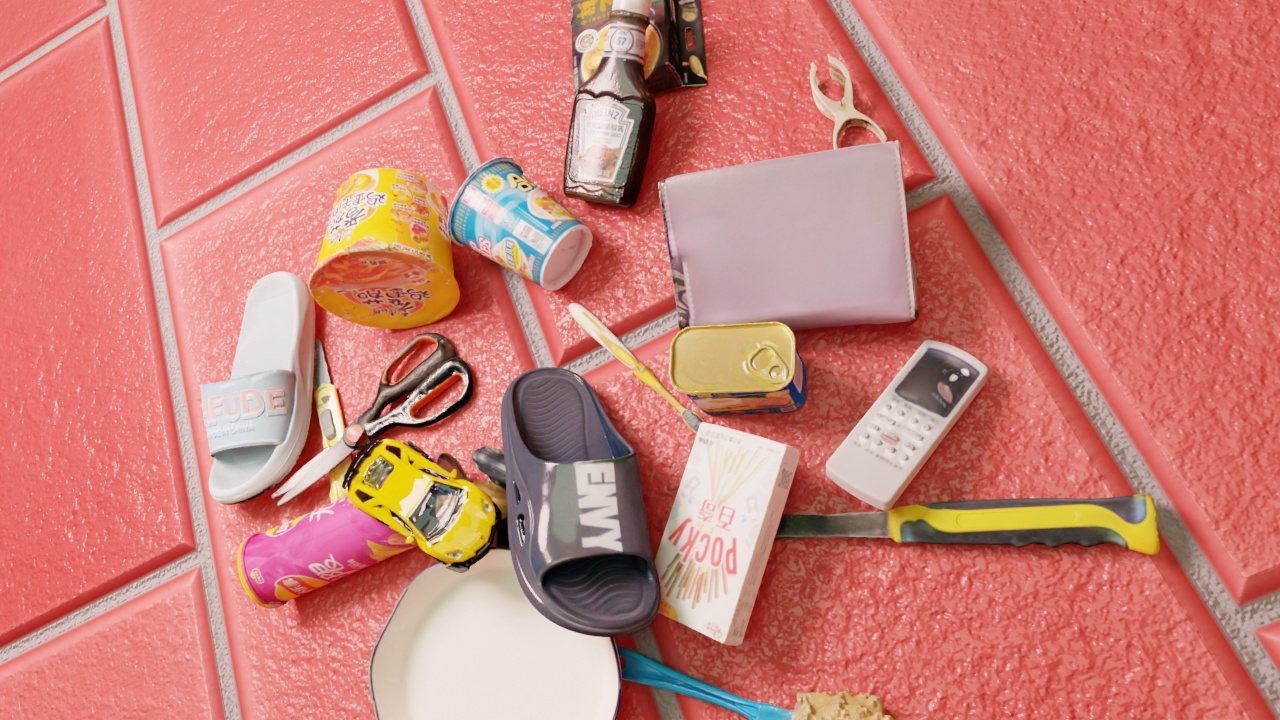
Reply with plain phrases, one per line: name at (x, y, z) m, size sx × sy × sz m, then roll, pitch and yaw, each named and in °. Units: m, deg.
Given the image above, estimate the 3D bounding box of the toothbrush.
toothbrush at (-0.005, 0.005, 0.825) m, size 0.016 × 0.018 × 0.191 m, roll -46°, pitch 64°, yaw -2°

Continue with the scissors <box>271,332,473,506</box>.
scissors at (-0.255, 0.073, 0.879) m, size 0.142 × 0.022 × 0.234 m, roll 27°, pitch 78°, yaw 22°

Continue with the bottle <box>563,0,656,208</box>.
bottle at (-0.023, -0.245, 0.864) m, size 0.080 × 0.044 × 0.195 m, roll 14°, pitch 99°, yaw 21°

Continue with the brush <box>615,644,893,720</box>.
brush at (0.078, 0.267, 0.703) m, size 0.255 × 0.046 × 0.083 m, roll 11°, pitch 80°, yaw 26°

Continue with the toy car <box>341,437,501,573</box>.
toy car at (-0.179, 0.114, 0.754) m, size 0.156 × 0.041 × 0.071 m, roll 24°, pitch 73°, yaw 32°

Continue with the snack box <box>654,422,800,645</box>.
snack box at (0.063, 0.133, 0.720) m, size 0.085 × 0.027 × 0.156 m, roll 14°, pitch 82°, yaw 40°

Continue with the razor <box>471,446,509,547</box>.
razor at (-0.121, 0.158, 0.797) m, size 0.068 × 0.062 × 0.167 m, roll -9°, pitch 74°, yaw 41°

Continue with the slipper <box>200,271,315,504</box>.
slipper at (-0.385, 0.020, 0.916) m, size 0.104 × 0.074 × 0.245 m, roll -7°, pitch 69°, yaw 25°

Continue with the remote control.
remote control at (0.208, 0.046, 0.713) m, size 0.058 × 0.021 × 0.149 m, roll 31°, pitch 69°, yaw 31°

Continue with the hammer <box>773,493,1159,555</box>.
hammer at (0.213, 0.123, 0.704) m, size 0.324 × 0.032 × 0.126 m, roll -5°, pitch 72°, yaw 18°

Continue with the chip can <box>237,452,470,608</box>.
chip can at (-0.257, 0.154, 0.834) m, size 0.211 × 0.071 × 0.071 m, roll -24°, pitch 66°, yaw 10°

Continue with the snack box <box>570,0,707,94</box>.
snack box at (-0.004, -0.319, 0.920) m, size 0.126 × 0.053 × 0.113 m, roll -11°, pitch 69°, yaw 21°

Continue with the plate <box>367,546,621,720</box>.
plate at (-0.113, 0.254, 0.733) m, size 0.205 × 0.045 × 0.204 m, roll -2°, pitch 78°, yaw 9°

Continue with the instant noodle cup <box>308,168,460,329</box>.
instant noodle cup at (-0.243, -0.111, 0.890) m, size 0.138 × 0.138 × 0.109 m, roll -12°, pitch 61°, yaw 15°

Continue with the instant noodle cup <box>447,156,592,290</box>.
instant noodle cup at (-0.109, -0.124, 0.868) m, size 0.110 × 0.099 × 0.099 m, roll 35°, pitch 86°, yaw 19°

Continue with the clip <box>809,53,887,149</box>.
clip at (0.182, -0.226, 0.833) m, size 0.071 × 0.034 × 0.100 m, roll -25°, pitch 75°, yaw 9°

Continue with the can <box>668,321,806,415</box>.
can at (0.083, 0.010, 0.757) m, size 0.102 × 0.083 × 0.057 m, roll -3°, pitch 72°, yaw 18°

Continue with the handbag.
handbag at (0.126, -0.094, 0.769) m, size 0.197 × 0.098 × 0.145 m, roll -6°, pitch 87°, yaw 16°

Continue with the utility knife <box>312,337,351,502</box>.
utility knife at (-0.310, 0.065, 0.917) m, size 0.031 × 0.022 × 0.210 m, roll -22°, pitch 62°, yaw 6°

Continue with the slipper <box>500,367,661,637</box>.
slipper at (-0.056, 0.091, 0.737) m, size 0.110 × 0.083 × 0.267 m, roll -6°, pitch 48°, yaw -16°
